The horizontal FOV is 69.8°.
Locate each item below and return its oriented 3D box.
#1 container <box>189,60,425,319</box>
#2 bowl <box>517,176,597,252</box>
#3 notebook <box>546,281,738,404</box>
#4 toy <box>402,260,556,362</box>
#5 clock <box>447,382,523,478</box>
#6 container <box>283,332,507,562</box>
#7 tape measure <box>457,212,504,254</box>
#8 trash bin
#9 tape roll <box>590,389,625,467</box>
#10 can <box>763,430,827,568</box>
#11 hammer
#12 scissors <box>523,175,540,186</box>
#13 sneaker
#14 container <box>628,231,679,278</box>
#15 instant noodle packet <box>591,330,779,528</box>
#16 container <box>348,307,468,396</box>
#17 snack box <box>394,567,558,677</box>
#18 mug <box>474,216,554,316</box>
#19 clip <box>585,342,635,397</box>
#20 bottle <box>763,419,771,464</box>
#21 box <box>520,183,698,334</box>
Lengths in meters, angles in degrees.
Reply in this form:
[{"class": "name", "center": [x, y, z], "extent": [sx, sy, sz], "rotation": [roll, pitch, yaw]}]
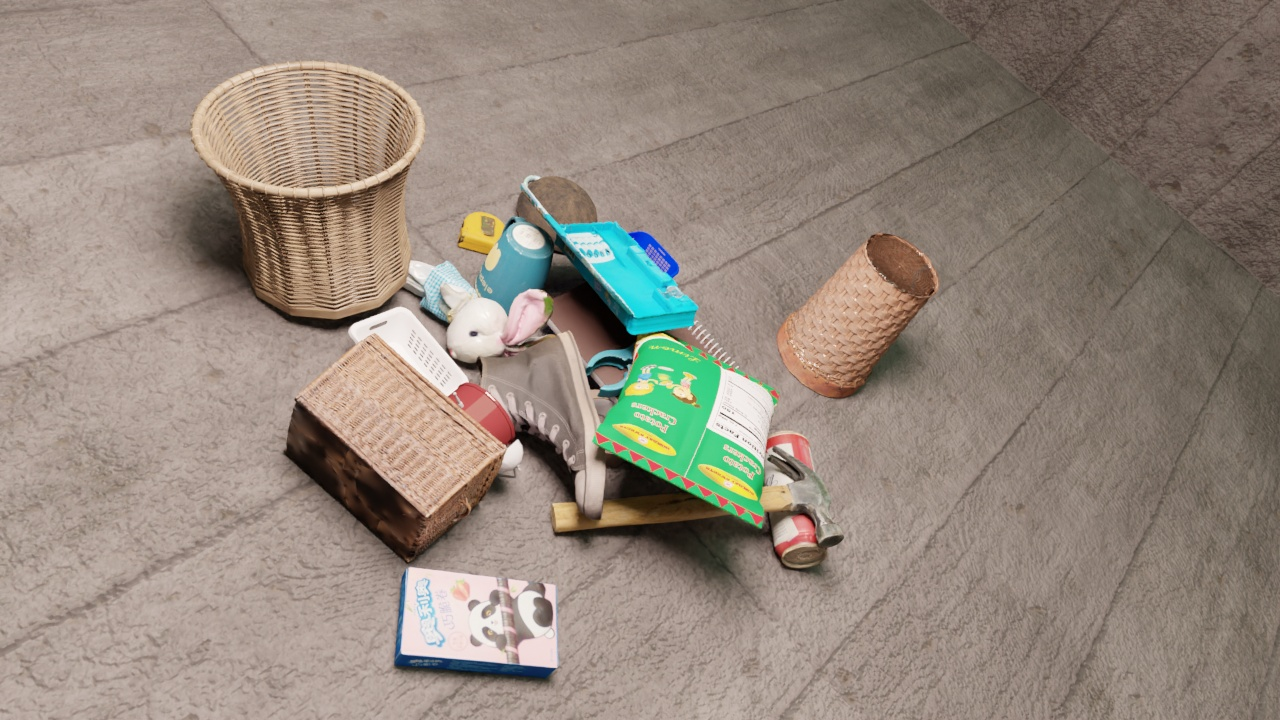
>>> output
[{"class": "container", "center": [-0.350, -0.180, 1.007], "extent": [0.227, 0.197, 0.226], "rotation": [6, 49, -7]}, {"class": "bowl", "center": [-0.108, -0.218, 1.304], "extent": [0.121, 0.056, 0.121], "rotation": [21, 47, -25]}, {"class": "notebook", "center": [0.000, -0.026, 1.169], "extent": [0.171, 0.022, 0.209], "rotation": [-31, 72, -31]}, {"class": "toy", "center": [-0.210, -0.056, 1.095], "extent": [0.205, 0.131, 0.105], "rotation": [27, 63, 9]}, {"class": "clock", "center": [-0.173, 0.077, 0.978], "extent": [0.044, 0.087, 0.124], "rotation": [-43, 116, -34]}, {"class": "container", "center": [-0.249, 0.089, 0.922], "extent": [0.198, 0.114, 0.112], "rotation": [39, 47, 7]}, {"class": "tape measure", "center": [-0.210, -0.173, 1.239], "extent": [0.068, 0.030, 0.058], "rotation": [14, 49, -21]}, {"class": "trash bin", "center": [0.313, -0.065, 1.325], "extent": [0.151, 0.211, 0.151], "rotation": [16, 46, -18]}, {"class": "tape roll", "center": [-0.047, 0.082, 1.110], "extent": [0.093, 0.030, 0.093], "rotation": [16, 46, -18]}, {"class": "can", "center": [0.191, 0.170, 1.147], "extent": [0.067, 0.067, 0.169], "rotation": [14, 47, -21]}, {"class": "hammer", "center": [0.062, 0.165, 1.052], "extent": [0.330, 0.033, 0.132], "rotation": [-2, 49, -16]}, {"class": "scissors", "center": [-0.138, -0.207, 1.324], "extent": [0.072, 0.033, 0.175], "rotation": [17, 50, -21]}, {"class": "sneaker", "center": [-0.106, 0.078, 1.016], "extent": [0.119, 0.095, 0.234], "rotation": [-14, 63, -10]}, {"class": "container", "center": [-0.013, -0.123, 1.291], "extent": [0.114, 0.058, 0.096], "rotation": [-28, 70, -43]}, {"class": "instant noodle packet", "center": [0.062, 0.061, 1.035], "extent": [0.195, 0.091, 0.252], "rotation": [27, 34, -5]}, {"class": "container", "center": [-0.264, 0.009, 1.029], "extent": [0.129, 0.050, 0.080], "rotation": [47, 45, 14]}, {"class": "snack box", "center": [-0.157, 0.255, 0.888], "extent": [0.154, 0.033, 0.087], "rotation": [13, 47, -21]}, {"class": "mug", "center": [-0.160, -0.132, 1.177], "extent": [0.084, 0.104, 0.112], "rotation": [5, 51, -28]}, {"class": "clip", "center": [-0.019, -0.008, 1.126], "extent": [0.126, 0.028, 0.113], "rotation": [-35, 72, -30]}, {"class": "bottle", "center": [0.118, 0.083, 1.160], "extent": [0.099, 0.099, 0.110], "rotation": [41, 44, 7]}, {"class": "box", "center": [-0.051, -0.118, 1.127], "extent": [0.180, 0.074, 0.227], "rotation": [15, 25, -42]}]
